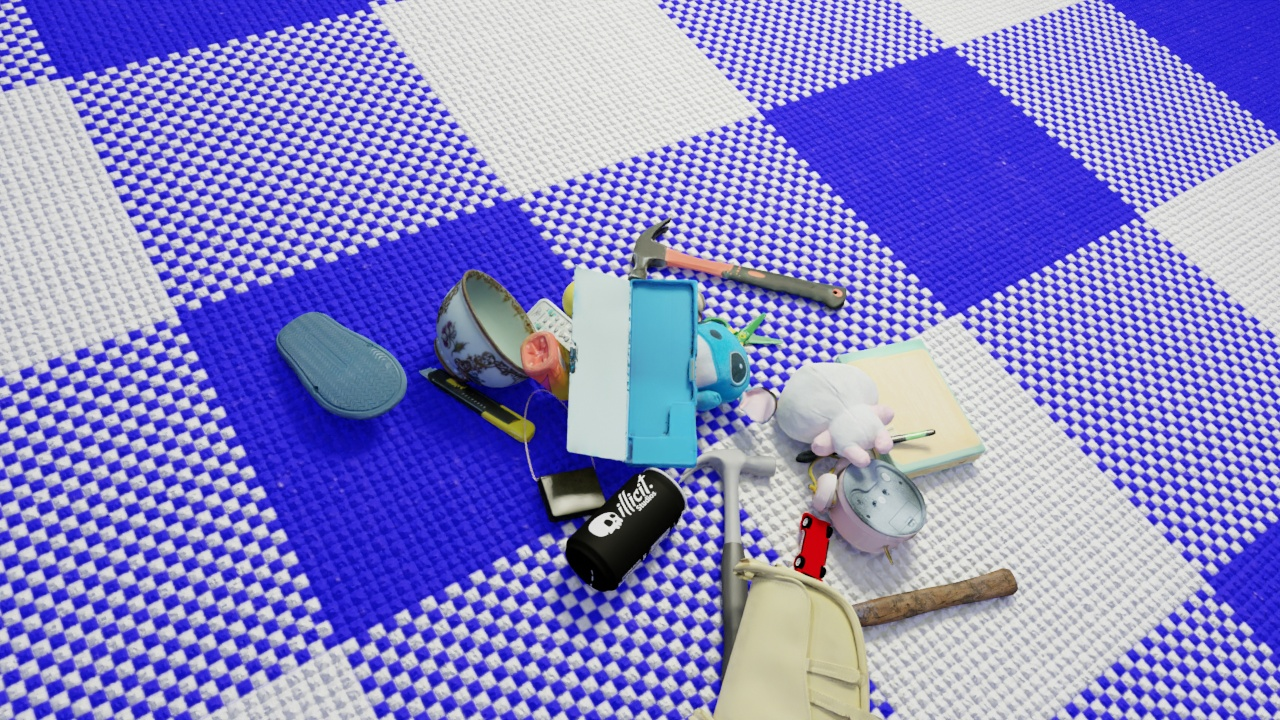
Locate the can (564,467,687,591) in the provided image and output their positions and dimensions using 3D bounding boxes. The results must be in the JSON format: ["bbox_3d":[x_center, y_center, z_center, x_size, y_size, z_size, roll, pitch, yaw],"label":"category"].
[{"bbox_3d":[-0.016,0.200,1.092,0.080,0.080,0.145,39,57,15],"label":"can"}]

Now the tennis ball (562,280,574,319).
[{"bbox_3d":[-0.076,-0.083,1.282,0.065,0.065,0.065,6,55,-8],"label":"tennis ball"}]

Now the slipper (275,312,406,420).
[{"bbox_3d":[-0.382,0.011,1.161,0.214,0.059,0.103,32,63,27],"label":"slipper"}]

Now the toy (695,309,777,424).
[{"bbox_3d":[0.068,0.028,1.220,0.191,0.099,0.224,-33,67,-22],"label":"toy"}]

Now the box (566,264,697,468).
[{"bbox_3d":[-0.011,0.010,1.152,0.175,0.060,0.243,7,72,-16],"label":"box"}]

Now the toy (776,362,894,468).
[{"bbox_3d":[0.261,0.071,1.207,0.138,0.101,0.179,-28,43,-7],"label":"toy"}]

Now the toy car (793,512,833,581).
[{"bbox_3d":[0.215,0.234,1.149,0.038,0.025,0.089,27,58,-15],"label":"toy car"}]

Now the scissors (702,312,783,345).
[{"bbox_3d":[0.146,-0.027,1.323,0.127,0.012,0.123,7,56,-5],"label":"scissors"}]

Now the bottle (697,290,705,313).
[{"bbox_3d":[0.039,-0.072,1.313,0.109,0.043,0.042,-18,61,-22],"label":"bottle"}]

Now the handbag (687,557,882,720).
[{"bbox_3d":[0.165,0.346,0.997,0.191,0.089,0.232,19,68,2],"label":"handbag"}]

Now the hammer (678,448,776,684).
[{"bbox_3d":[0.110,0.246,1.119,0.125,0.030,0.310,7,56,-8],"label":"hammer"}]

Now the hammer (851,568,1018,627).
[{"bbox_3d":[0.320,0.308,1.119,0.329,0.033,0.120,-7,67,-18],"label":"hammer"}]

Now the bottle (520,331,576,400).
[{"bbox_3d":[-0.100,0.016,1.171,0.048,0.134,0.071,-23,58,15],"label":"bottle"}]

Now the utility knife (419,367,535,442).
[{"bbox_3d":[-0.213,0.053,1.190,0.174,0.020,0.028,30,54,10],"label":"utility knife"}]

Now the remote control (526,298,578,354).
[{"bbox_3d":[-0.102,-0.029,1.263,0.133,0.022,0.050,40,79,16],"label":"remote control"}]

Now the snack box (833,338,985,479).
[{"bbox_3d":[0.372,0.066,1.286,0.141,0.044,0.193,-11,59,-18],"label":"snack box"}]

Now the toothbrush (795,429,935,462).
[{"bbox_3d":[0.300,0.112,1.222,0.188,0.017,0.014,-12,60,4],"label":"toothbrush"}]

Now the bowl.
[{"bbox_3d":[-0.208,-0.026,1.186,0.094,0.160,0.159,-33,61,15],"label":"bowl"}]

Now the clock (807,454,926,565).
[{"bbox_3d":[0.284,0.177,1.173,0.158,0.059,0.116,41,45,17],"label":"clock"}]

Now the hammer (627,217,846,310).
[{"bbox_3d":[0.151,-0.130,1.386,0.333,0.033,0.132,14,54,-4],"label":"hammer"}]

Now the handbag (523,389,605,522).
[{"bbox_3d":[-0.105,0.115,1.159,0.084,0.028,0.178,-8,61,-25],"label":"handbag"}]
